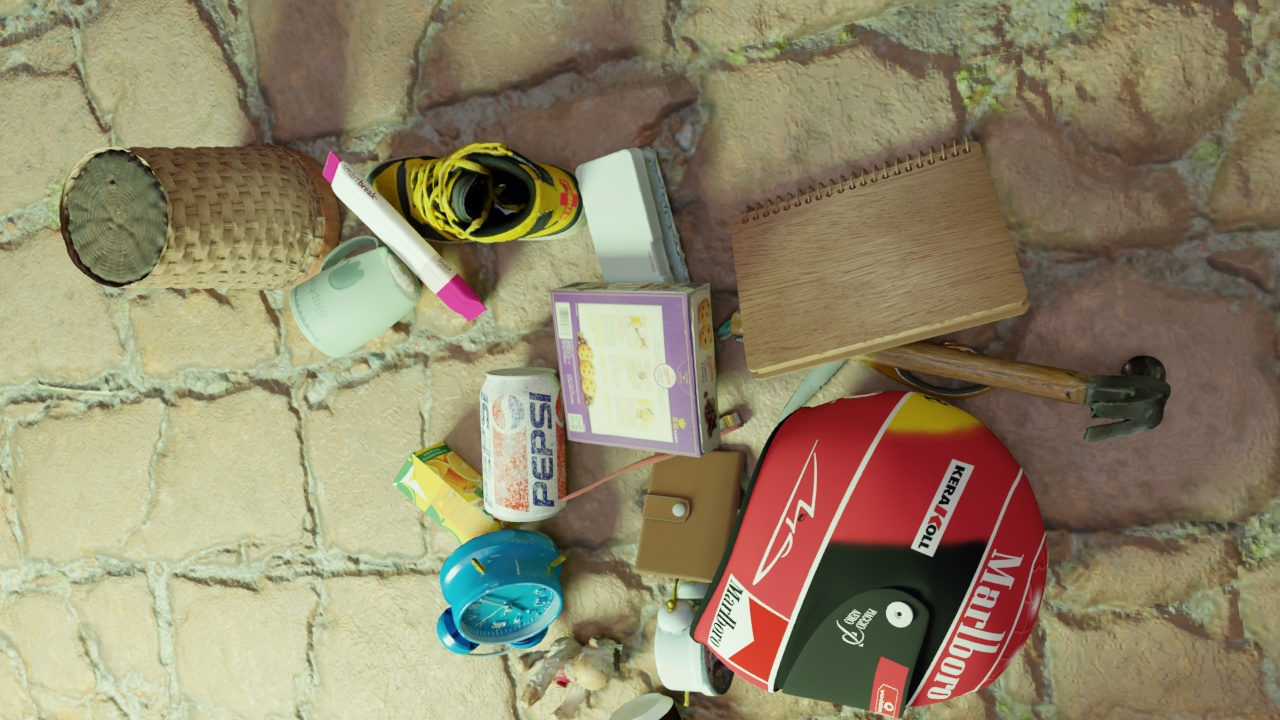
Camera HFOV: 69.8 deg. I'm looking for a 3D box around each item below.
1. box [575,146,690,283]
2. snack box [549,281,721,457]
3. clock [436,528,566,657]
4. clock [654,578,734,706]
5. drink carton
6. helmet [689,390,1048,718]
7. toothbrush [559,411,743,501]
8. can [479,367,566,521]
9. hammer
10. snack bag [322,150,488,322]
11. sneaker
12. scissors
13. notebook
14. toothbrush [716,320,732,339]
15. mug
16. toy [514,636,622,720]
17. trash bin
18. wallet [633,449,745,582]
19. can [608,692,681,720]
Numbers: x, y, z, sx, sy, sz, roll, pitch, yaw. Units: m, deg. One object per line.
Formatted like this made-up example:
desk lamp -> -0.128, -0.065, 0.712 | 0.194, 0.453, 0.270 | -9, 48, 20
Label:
box -> -0.002, -0.088, 0.826 | 0.085, 0.070, 0.199 | -16, 96, 7
snack box -> -0.005, 0.005, 0.806 | 0.148, 0.040, 0.143 | 4, 107, 34
clock -> -0.133, 0.231, 0.880 | 0.060, 0.116, 0.162 | -116, 35, -45
clock -> 0.050, 0.248, 0.836 | 0.057, 0.083, 0.117 | -7, 95, 25
drink carton -> -0.177, 0.139, 0.909 | 0.122, 0.058, 0.041 | 39, 107, 10
helmet -> 0.189, 0.159, 0.714 | 0.225, 0.197, 0.271 | 24, 104, 22
toothbrush -> 0.008, 0.091, 0.843 | 0.184, 0.015, 0.015 | -25, 84, 6
can -> -0.111, 0.078, 0.869 | 0.078, 0.078, 0.136 | 1, 97, 18
hammer -> 0.228, -0.001, 0.722 | 0.331, 0.131, 0.033 | 13, 114, 25
snack bag -> -0.222, -0.113, 0.865 | 0.196, 0.070, 0.016 | 46, 66, -11
sneaker -> -0.173, -0.151, 0.839 | 0.239, 0.122, 0.086 | 4, 96, 17
scissors -> 0.193, -0.035, 0.785 | 0.225, 0.016, 0.226 | 6, 98, 17
notebook -> 0.180, -0.084, 0.735 | 0.211, 0.022, 0.168 | -15, 56, 20
toothbrush -> 0.114, -0.067, 0.808 | 0.022, 0.017, 0.135 | 47, 108, 11
mug -> -0.281, -0.074, 0.913 | 0.104, 0.084, 0.111 | -29, 59, 10
toy -> -0.061, 0.308, 0.893 | 0.106, 0.074, 0.085 | -26, 121, 0
trash bin -> -0.411, -0.139, 0.873 | 0.151, 0.209, 0.151 | 2, 97, 17
wallet -> 0.044, 0.137, 0.831 | 0.087, 0.013, 0.120 | 4, 70, 18
can -> 0.021, 0.387, 0.867 | 0.072, 0.071, 0.128 | -25, 89, 20
